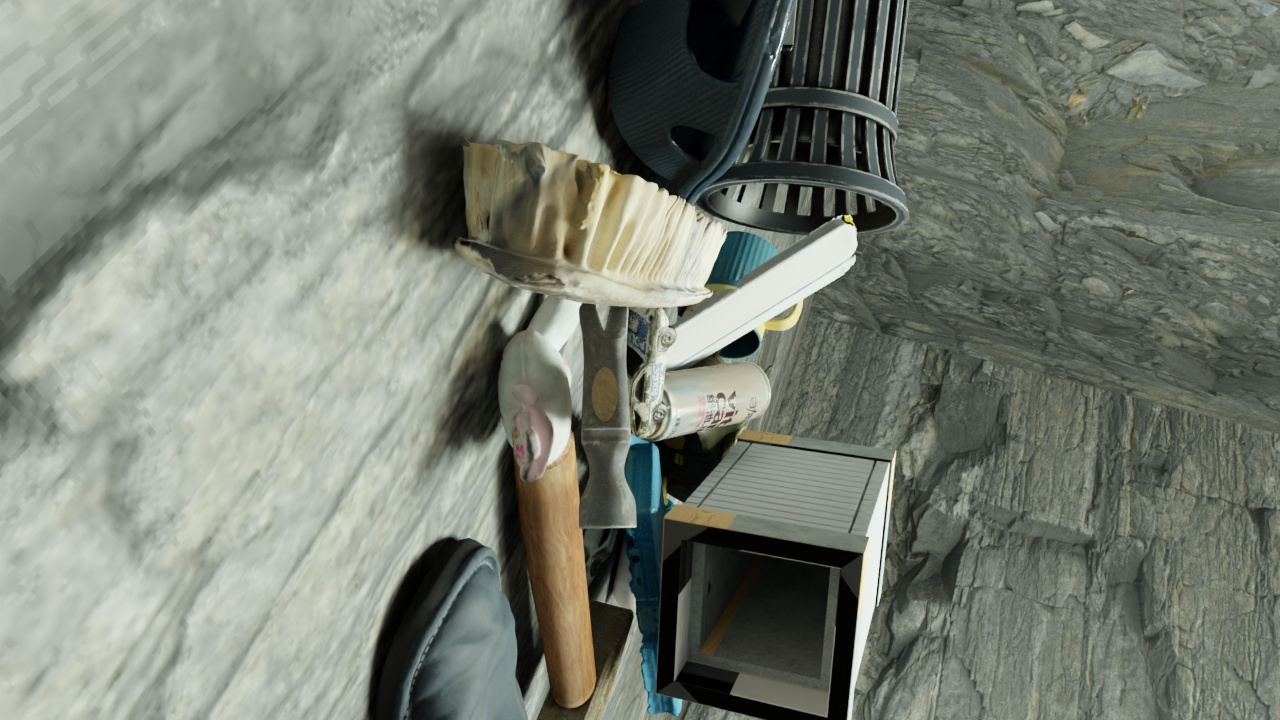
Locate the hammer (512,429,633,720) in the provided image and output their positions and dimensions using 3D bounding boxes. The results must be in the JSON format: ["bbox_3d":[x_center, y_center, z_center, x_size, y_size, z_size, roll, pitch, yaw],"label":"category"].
[{"bbox_3d":[-0.049,0.154,0.616,0.157,0.037,0.301,-64,159,-46],"label":"hammer"}]

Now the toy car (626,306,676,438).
[{"bbox_3d":[-0.004,0.004,0.680,0.040,0.048,0.113,-12,121,-32],"label":"toy car"}]

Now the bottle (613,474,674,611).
[{"bbox_3d":[0.008,0.183,0.936,0.051,0.051,0.146,-40,143,-69],"label":"bottle"}]

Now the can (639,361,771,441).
[{"bbox_3d":[0.048,0.033,0.770,0.135,0.054,0.054,-7,115,-45],"label":"can"}]

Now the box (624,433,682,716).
[{"bbox_3d":[0.011,0.164,0.798,0.174,0.033,0.232,-89,173,-59],"label":"box"}]

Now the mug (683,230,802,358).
[{"bbox_3d":[0.108,-0.065,0.929,0.083,0.114,0.107,67,36,-50],"label":"mug"}]

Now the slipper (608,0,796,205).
[{"bbox_3d":[0.019,-0.153,0.525,0.264,0.082,0.101,135,-30,-74],"label":"slipper"}]

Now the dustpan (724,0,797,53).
[{"bbox_3d":[0.082,-0.301,0.592,0.163,0.033,0.257,179,-91,-85],"label":"dustpan"}]

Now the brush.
[{"bbox_3d":[-0.013,-0.061,0.458,0.271,0.083,0.057,-15,120,-75],"label":"brush"}]

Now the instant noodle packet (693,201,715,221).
[{"bbox_3d":[0.066,-0.170,0.814,0.087,0.026,0.134,77,31,-66],"label":"instant noodle packet"}]

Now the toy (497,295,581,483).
[{"bbox_3d":[-0.053,0.017,0.472,0.125,0.037,0.076,-81,174,-56],"label":"toy"}]

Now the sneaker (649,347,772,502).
[{"bbox_3d":[0.068,0.057,0.937,0.142,0.101,0.238,-61,157,-26],"label":"sneaker"}]

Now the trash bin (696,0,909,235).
[{"bbox_3d":[0.141,-0.230,0.731,0.164,0.164,0.227,27,70,-78],"label":"trash bin"}]

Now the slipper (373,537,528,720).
[{"bbox_3d":[-0.083,0.217,0.493,0.108,0.083,0.266,-46,148,-62],"label":"slipper"}]

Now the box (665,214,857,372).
[{"bbox_3d":[0.086,-0.044,0.764,0.209,0.034,0.129,-31,164,4],"label":"box"}]

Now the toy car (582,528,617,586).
[{"bbox_3d":[-0.036,0.148,0.751,0.039,0.027,0.089,76,32,-70],"label":"toy car"}]

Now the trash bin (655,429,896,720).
[{"bbox_3d":[0.123,0.167,0.767,0.246,0.143,0.142,-29,124,-67],"label":"trash bin"}]

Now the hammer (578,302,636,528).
[{"bbox_3d":[-0.017,0.046,0.581,0.331,0.031,0.119,87,2,-79],"label":"hammer"}]
